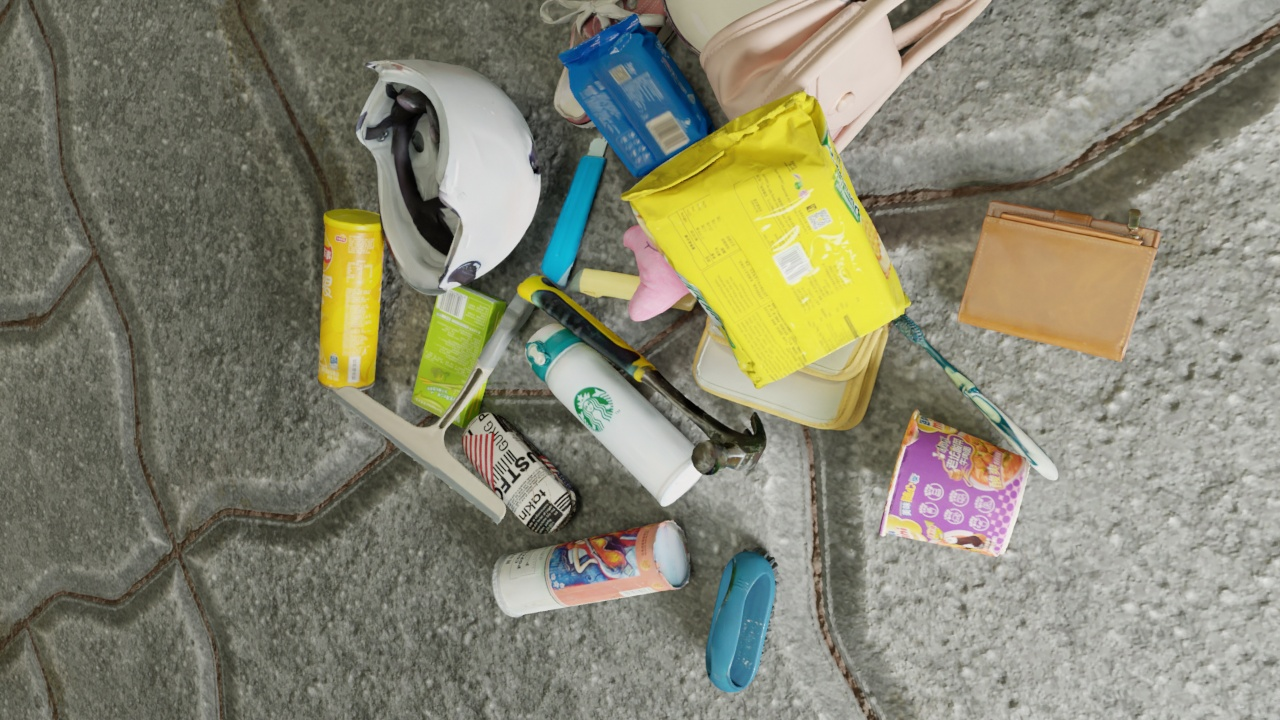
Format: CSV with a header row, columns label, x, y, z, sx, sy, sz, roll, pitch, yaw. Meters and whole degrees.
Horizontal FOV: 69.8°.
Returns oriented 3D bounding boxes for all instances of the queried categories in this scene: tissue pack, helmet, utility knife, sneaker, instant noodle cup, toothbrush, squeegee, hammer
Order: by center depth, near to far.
label,x,y,z,sx,sy,sz,roll,pitch,yaw
instant noodle cup,0.260,0.108,0.759,0.099,0.111,0.111,18,102,21
toothbrush,0.284,0.029,0.787,0.191,0.018,0.016,50,115,19
tissue pack,0.000,-0.251,0.885,0.095,0.052,0.157,-22,124,30
sneaker,-0.022,-0.342,0.906,0.118,0.087,0.241,44,114,22
hammer,-0.005,0.005,0.911,0.323,0.126,0.032,38,112,31
utility knife,-0.009,-0.074,0.957,0.152,0.018,0.031,14,104,32
helmet,-0.191,-0.197,0.975,0.229,0.145,0.259,56,150,24
utility knife,-0.069,-0.162,0.986,0.034,0.018,0.166,24,104,14
squeegee,-0.180,0.009,1.025,0.246,0.039,0.246,34,91,14

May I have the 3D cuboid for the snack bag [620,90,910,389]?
label,x,y,z,sx,sy,sz,roll,pitch,yaw
snack bag,0.109,-0.083,0.724,0.158,0.246,0.068,-29,42,14

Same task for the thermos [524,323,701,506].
label,x,y,z,sx,sy,sz,roll,pitch,yaw
thermos,-0.032,0.049,0.945,0.224,0.073,0.073,43,113,21

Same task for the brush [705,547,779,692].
label,x,y,z,sx,sy,sz,roll,pitch,yaw
brush,0.094,0.253,0.882,0.055,0.073,0.144,16,100,24

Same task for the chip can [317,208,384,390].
label,x,y,z,sx,sy,sz,roll,pitch,yaw
chip can,-0.349,-0.072,1.108,0.072,0.071,0.214,21,114,28

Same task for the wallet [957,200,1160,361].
label,x,y,z,sx,sy,sz,roll,pitch,yaw
wallet,0.336,-0.072,0.740,0.131,0.035,0.119,18,102,27

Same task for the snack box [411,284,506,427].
label,x,y,z,sx,sy,sz,roll,pitch,yaw
snack box,-0.214,-0.008,1.077,0.086,0.026,0.156,22,104,28

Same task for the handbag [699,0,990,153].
label,x,y,z,sx,sy,sz,roll,pitch,yaw
handbag,0.180,-0.253,0.744,0.235,0.193,0.093,-32,78,18

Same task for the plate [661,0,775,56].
label,x,y,z,sx,sy,sz,roll,pitch,yaw
plate,0.114,-0.353,0.835,0.193,0.039,0.192,0,90,15

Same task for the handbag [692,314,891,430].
label,x,y,z,sx,sy,sz,roll,pitch,yaw
handbag,0.143,-0.036,0.847,0.163,0.063,0.179,20,99,27

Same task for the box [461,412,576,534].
label,x,y,z,sx,sy,sz,roll,pitch,yaw
box,-0.140,0.124,1.021,0.164,0.064,0.074,40,127,22

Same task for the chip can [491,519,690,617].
label,x,y,z,sx,sy,sz,roll,pitch,yaw
chip can,-0.054,0.222,0.970,0.215,0.071,0.071,-17,84,30

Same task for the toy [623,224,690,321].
label,x,y,z,sx,sy,sz,roll,pitch,yaw
toy,0.051,-0.124,0.881,0.195,0.074,0.178,-6,64,45
